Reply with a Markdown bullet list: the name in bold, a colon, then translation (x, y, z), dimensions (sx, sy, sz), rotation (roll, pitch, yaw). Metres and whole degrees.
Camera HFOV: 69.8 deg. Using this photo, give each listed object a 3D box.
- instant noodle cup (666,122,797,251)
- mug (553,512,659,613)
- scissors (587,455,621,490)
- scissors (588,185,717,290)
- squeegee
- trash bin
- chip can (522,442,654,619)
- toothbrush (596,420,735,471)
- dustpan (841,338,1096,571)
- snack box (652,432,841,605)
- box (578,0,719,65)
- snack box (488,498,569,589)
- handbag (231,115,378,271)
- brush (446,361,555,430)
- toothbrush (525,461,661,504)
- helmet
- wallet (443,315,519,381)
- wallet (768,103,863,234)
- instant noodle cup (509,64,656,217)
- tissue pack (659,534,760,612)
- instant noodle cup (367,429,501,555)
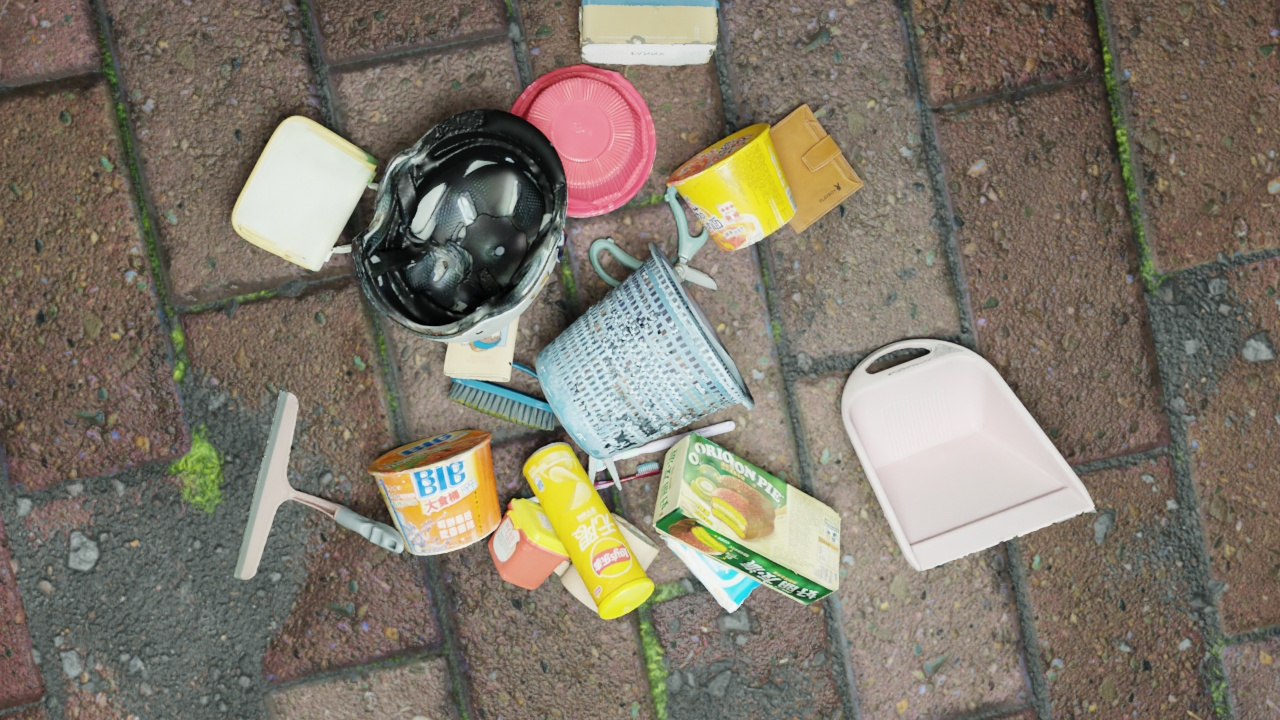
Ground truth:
- **instant noodle cup**: translation (0.119, -0.207, 1.118), dimensions (0.138, 0.138, 0.110), rotation (-32, 109, -2)
- **mug**: translation (-0.052, 0.245, 1.158), dimensions (0.125, 0.084, 0.103), rotation (36, 88, 23)
- **scissors**: translation (-0.063, 0.079, 1.166), dimensions (0.157, 0.012, 0.165), rotation (28, 82, 2)
- **scissors**: translation (0.015, -0.142, 1.171), dimensions (0.180, 0.019, 0.170), rotation (-4, 93, -4)
- **squeegee**: translation (-0.374, 0.188, 1.122), dimensions (0.250, 0.040, 0.247), rotation (16, 91, 28)
- **trash bin**: translation (-0.006, 0.006, 1.078), dimensions (0.195, 0.226, 0.226), rotation (-31, 93, 8)
- **chip can**: translation (-0.065, 0.199, 1.095), dimensions (0.072, 0.072, 0.213), rotation (-33, 60, -2)
- **toothbrush**: translation (0.030, 0.106, 1.179), dimensions (0.189, 0.021, 0.029), rotation (-15, 67, -2)
- **dustpan**: translation (0.365, 0.094, 1.107), dimensions (0.222, 0.273, 0.139), rotation (-21, 118, -5)
- **snack box**: translation (0.134, 0.194, 1.112), dimensions (0.240, 0.063, 0.114), rotation (29, 46, -18)
- **box**: translation (0.016, -0.403, 1.128), dimensions (0.184, 0.090, 0.059), rotation (-3, 91, -5)
- **snack box**: translation (-0.141, 0.228, 1.136), dimensions (0.082, 0.091, 0.080), rotation (32, 101, -35)
- **handbag**: translation (-0.389, -0.192, 1.136), dimensions (0.178, 0.063, 0.163), rotation (29, 90, -18)
- **brush**: translation (-0.167, 0.037, 1.147), dimensions (0.144, 0.055, 0.073), rotation (17, 89, 0)
- **toothbrush**: translation (-0.065, 0.159, 1.179), dimensions (0.187, 0.016, 0.017), rotation (-14, 64, -1)
- **helmet**: translation (-0.196, -0.142, 1.091), dimensions (0.230, 0.157, 0.273), rotation (25, 80, 9)
- **wallet**: translation (-0.198, -0.028, 1.139), dimensions (0.087, 0.024, 0.115), rotation (5, 63, -1)
- **wallet**: translation (0.210, -0.248, 1.173), dimensions (0.119, 0.035, 0.130), rotation (-37, 93, 5)
- **instant noodle cup**: translation (-0.074, -0.278, 1.139), dimensions (0.194, 0.066, 0.194), rotation (0, 91, -3)
- **tissue pack**: translation (0.100, 0.242, 1.166), dimensions (0.090, 0.063, 0.140), rotation (-42, 93, -3)
- **instant noodle cup**: translation (-0.240, 0.160, 1.110), dimensions (0.151, 0.151, 0.111), rotation (-14, 101, -3)
